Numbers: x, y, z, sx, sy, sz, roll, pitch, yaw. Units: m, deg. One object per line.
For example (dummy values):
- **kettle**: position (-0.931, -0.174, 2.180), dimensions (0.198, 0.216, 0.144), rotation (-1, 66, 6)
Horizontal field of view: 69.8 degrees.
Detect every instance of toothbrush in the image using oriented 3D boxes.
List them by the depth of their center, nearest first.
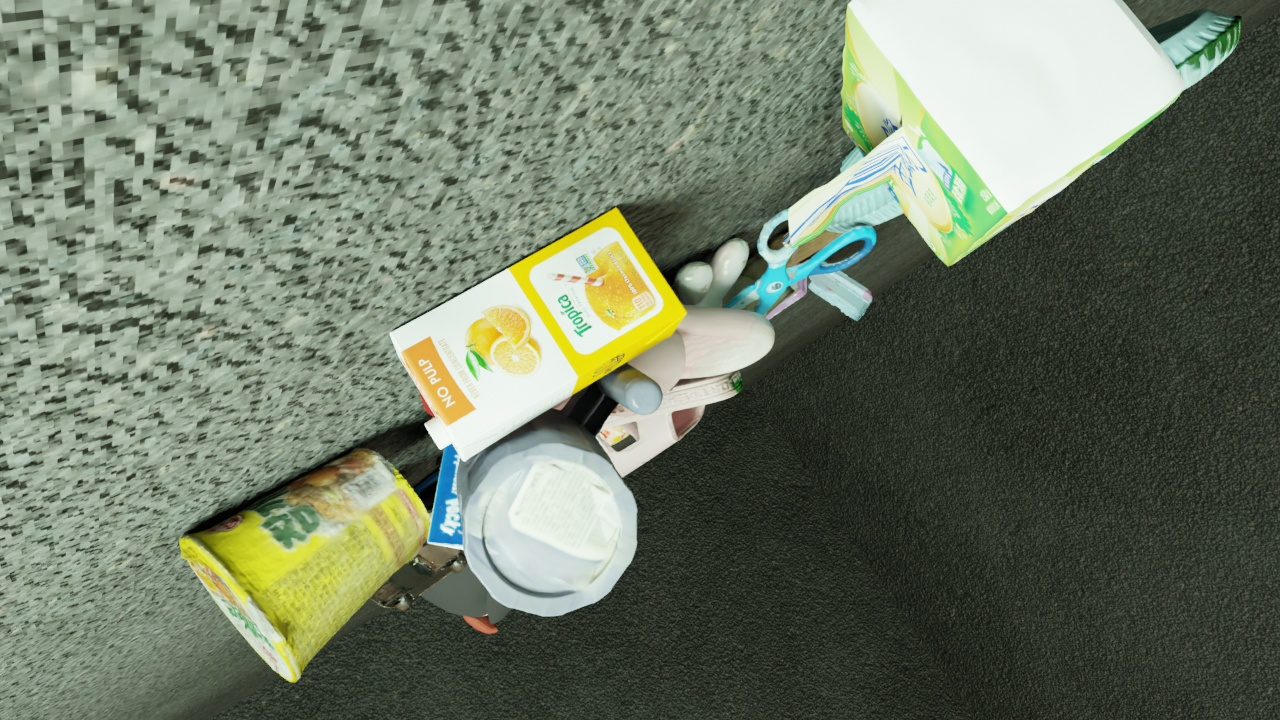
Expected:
- **toothbrush**: position (-0.193, 0.116, 0.818), dimensions (0.167, 0.014, 0.016), rotation (-37, 172, 32)

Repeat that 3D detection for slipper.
- **slipper**: position (0.214, -0.154, 0.568), dimensions (0.115, 0.069, 0.277), rotation (-33, -171, -34)
- **slipper**: position (-0.004, 0.003, 0.592), dimensions (0.221, 0.055, 0.107), rotation (-7, 160, -37)
- **slipper**: position (-0.019, 0.058, 0.748), dimensions (0.240, 0.064, 0.094), rotation (-17, -172, 28)

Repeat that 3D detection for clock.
- **clock**: position (0.074, -0.046, 0.739), dimensions (0.093, 0.054, 0.140), rotation (-39, 179, 4)

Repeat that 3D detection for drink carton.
- **drink carton**: position (-0.048, -0.010, 0.415), dimensions (0.122, 0.058, 0.040), rotation (-31, 173, -15)

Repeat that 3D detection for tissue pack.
- **tissue pack**: position (0.126, -0.095, 0.424), dimensions (0.141, 0.120, 0.197), rotation (-36, 167, 10)

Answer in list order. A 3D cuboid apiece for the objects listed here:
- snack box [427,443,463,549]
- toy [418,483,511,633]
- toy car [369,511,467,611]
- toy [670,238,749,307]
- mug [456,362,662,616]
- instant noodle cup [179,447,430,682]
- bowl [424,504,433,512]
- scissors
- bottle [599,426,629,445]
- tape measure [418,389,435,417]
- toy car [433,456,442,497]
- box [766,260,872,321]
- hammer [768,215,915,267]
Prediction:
- **snack box**: position (-0.108, 0.071, 0.577), dimensions (0.026, 0.082, 0.150), rotation (11, 172, -6)
- **toy**: position (-0.134, 0.136, 0.845), dimensions (0.184, 0.159, 0.140), rotation (-45, 135, 8)
- **toy car**: position (-0.167, 0.147, 0.689), dimensions (0.113, 0.048, 0.040), rotation (-36, -156, 23)
- **toy**: position (0.030, -0.038, 0.663), dimensions (0.075, 0.037, 0.126), rotation (-23, 164, -39)
- **mug**: position (-0.037, 0.054, 0.453), dimensions (0.124, 0.084, 0.104), rotation (-53, -169, -3)
- **instant noodle cup**: position (-0.181, 0.106, 0.514), dimensions (0.108, 0.102, 0.102), rotation (-39, 178, -33)
- **bowl**: position (-0.231, 0.137, 0.687), dimensions (0.157, 0.038, 0.157), rotation (-33, 173, -5)
- **scissors**: position (0.104, -0.055, 0.630), dimensions (0.113, 0.013, 0.141), rotation (-4, 144, -24)
- **bottle**: position (-0.041, 0.057, 0.899), dimensions (0.109, 0.063, 0.063), rotation (-33, 173, 6)
- **tape measure**: position (-0.087, 0.014, 0.484), dimensions (0.051, 0.019, 0.059), rotation (-27, 151, 3)
- **toy car**: position (-0.136, 0.095, 0.722), dimensions (0.040, 0.037, 0.092), rotation (-36, -154, 7)
- **box**: position (0.180, -0.073, 1.002), dimensions (0.140, 0.062, 0.214), rotation (1, 178, 10)
- **hammer**: position (0.222, -0.143, 0.833), dimensions (0.304, 0.040, 0.133), rotation (-28, 168, -34)
